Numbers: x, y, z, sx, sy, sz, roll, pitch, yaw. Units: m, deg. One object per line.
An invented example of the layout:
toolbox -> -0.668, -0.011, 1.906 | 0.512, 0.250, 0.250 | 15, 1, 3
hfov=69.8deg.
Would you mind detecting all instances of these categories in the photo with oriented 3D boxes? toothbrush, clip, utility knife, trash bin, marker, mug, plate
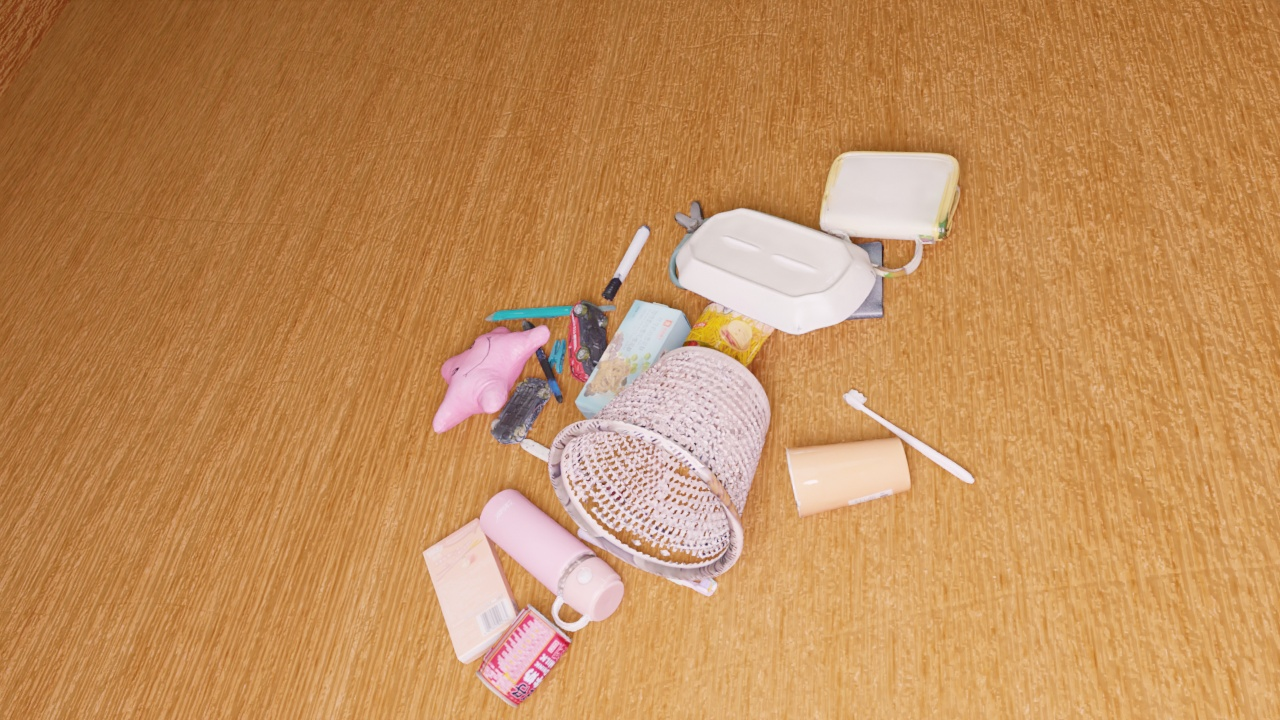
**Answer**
toothbrush -> 0.002, 0.228, 1.056 | 0.189, 0.029, 0.021 | 16, 103, 32
toothbrush -> -0.086, 0.138, 1.159 | 0.188, 0.017, 0.016 | 23, 71, 36
clip -> -0.115, -0.006, 1.270 | 0.048, 0.014, 0.056 | -4, 58, 23
utility knife -> -0.129, -0.068, 1.317 | 0.209, 0.013, 0.029 | -3, 31, 24
trash bin -> 0.041, 0.096, 1.013 | 0.228, 0.228, 0.191 | 9, 42, 28
marker -> -0.021, -0.141, 1.320 | 0.023, 0.018, 0.130 | 8, 61, 38
toothbrush -> 0.300, 0.083, 1.030 | 0.016, 0.016, 0.180 | -40, 50, -14
mug -> 0.226, 0.123, 0.999 | 0.123, 0.078, 0.078 | -11, 54, 10
toothbrush -> -0.135, -0.001, 1.258 | 0.014, 0.016, 0.189 | -41, 41, 11
plate -> 0.161, -0.126, 1.149 | 0.266, 0.034, 0.161 | 28, 64, 36

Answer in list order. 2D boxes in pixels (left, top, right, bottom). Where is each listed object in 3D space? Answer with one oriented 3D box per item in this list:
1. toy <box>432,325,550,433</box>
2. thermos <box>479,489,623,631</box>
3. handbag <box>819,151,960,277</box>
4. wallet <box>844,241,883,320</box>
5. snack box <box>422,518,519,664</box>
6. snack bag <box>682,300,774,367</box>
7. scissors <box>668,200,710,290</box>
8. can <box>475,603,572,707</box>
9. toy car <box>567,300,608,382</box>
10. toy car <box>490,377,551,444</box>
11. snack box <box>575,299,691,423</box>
toy -> -0.222, 0.022, 1.256 | 0.179, 0.074, 0.194 | -1, 47, 44
thermos -> -0.110, 0.234, 1.069 | 0.199, 0.067, 0.087 | 32, 68, 35
handbag -> 0.314, -0.180, 1.176 | 0.163, 0.063, 0.178 | 8, 65, 27
wallet -> 0.261, -0.100, 1.172 | 0.097, 0.019, 0.120 | -3, 55, 19
snack box -> -0.203, 0.275, 1.106 | 0.084, 0.026, 0.157 | -32, 50, 1
snack bag -> 0.142, -0.076, 1.177 | 0.129, 0.073, 0.207 | 13, 59, 43
scissors -> 0.100, -0.179, 1.279 | 0.170, 0.019, 0.177 | -23, 44, 27
can -> -0.129, 0.326, 1.014 | 0.066, 0.066, 0.093 | 30, 72, 35
toy car -> -0.073, -0.025, 1.240 | 0.045, 0.053, 0.120 | -26, 52, 34
toy car -> -0.158, 0.069, 1.225 | 0.049, 0.031, 0.105 | 14, 60, 34
snack box -> -0.007, 0.007, 1.190 | 0.074, 0.051, 0.174 | 16, 66, 32
